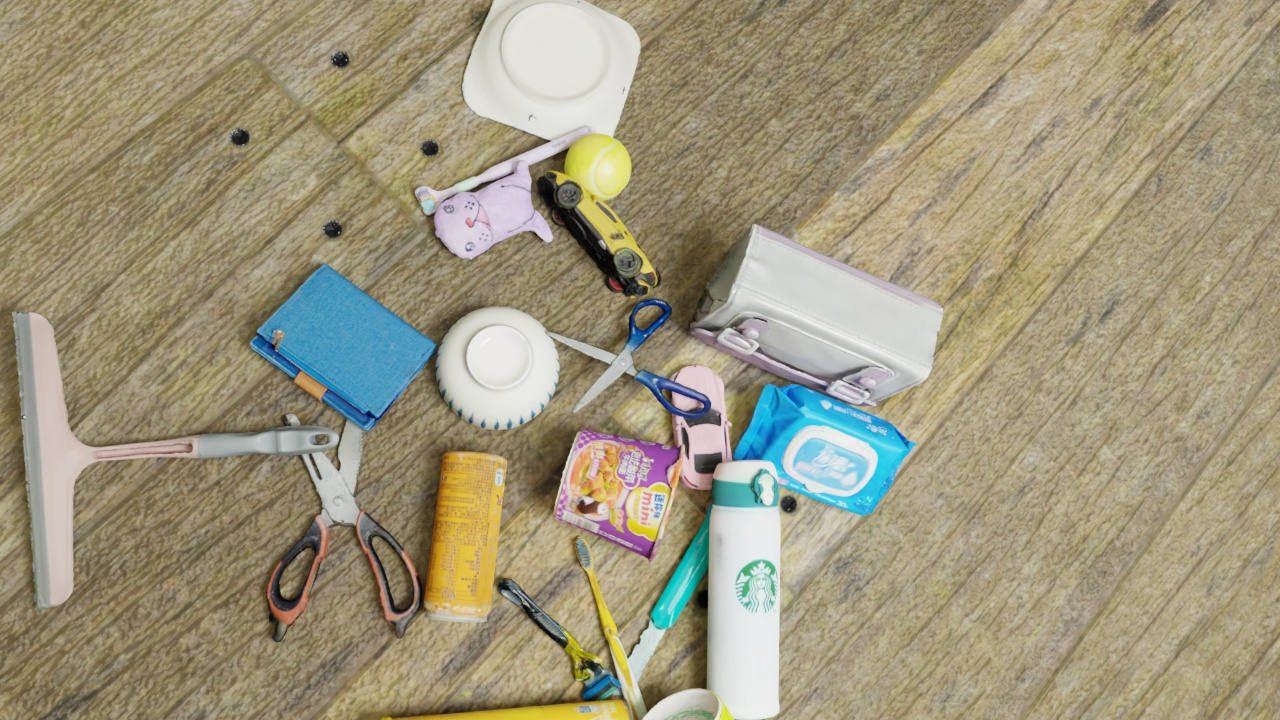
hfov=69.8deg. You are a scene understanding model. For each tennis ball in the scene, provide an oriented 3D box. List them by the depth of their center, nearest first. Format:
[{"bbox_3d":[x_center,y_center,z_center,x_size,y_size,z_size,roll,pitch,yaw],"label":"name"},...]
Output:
[{"bbox_3d":[-0.042,-0.190,0.902,0.065,0.065,0.065,2,78,-11],"label":"tennis ball"}]

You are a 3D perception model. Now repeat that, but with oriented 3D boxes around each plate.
[{"bbox_3d":[-0.087,-0.307,0.934,0.164,0.034,0.163,18,77,-7],"label":"plate"}]

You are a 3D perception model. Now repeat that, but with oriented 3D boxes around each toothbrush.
[{"bbox_3d":[-0.026,0.252,0.835,0.016,0.018,0.191,-19,78,-3],"label":"toothbrush"},{"bbox_3d":[-0.130,-0.192,0.903,0.189,0.021,0.029,-26,91,-10],"label":"toothbrush"}]

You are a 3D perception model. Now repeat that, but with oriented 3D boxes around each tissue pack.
[{"bbox_3d":[0.173,0.086,0.876,0.157,0.052,0.095,22,115,-6],"label":"tissue pack"}]

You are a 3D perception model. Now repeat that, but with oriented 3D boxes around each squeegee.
[{"bbox_3d":[-0.389,0.076,0.794,0.249,0.040,0.247,-3,90,-10],"label":"squeegee"}]

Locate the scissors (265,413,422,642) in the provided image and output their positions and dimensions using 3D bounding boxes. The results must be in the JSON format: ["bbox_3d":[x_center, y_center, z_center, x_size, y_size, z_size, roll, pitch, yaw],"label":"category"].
[{"bbox_3d":[-0.266,0.149,0.815,0.189,0.015,0.226,26,75,-1],"label":"scissors"}]

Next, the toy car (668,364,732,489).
[{"bbox_3d":[0.058,0.064,0.886,0.056,0.037,0.122,-3,78,-13],"label":"toy car"}]

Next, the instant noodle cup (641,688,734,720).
[{"bbox_3d":[0.054,0.350,0.771,0.111,0.112,0.123,-28,103,-15],"label":"instant noodle cup"}]

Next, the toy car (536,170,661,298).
[{"bbox_3d":[-0.041,-0.124,0.886,0.041,0.071,0.156,-41,88,-15],"label":"toy car"}]

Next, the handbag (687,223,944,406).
[{"bbox_3d":[0.158,-0.030,0.867,0.197,0.145,0.098,23,70,-7],"label":"handbag"}]

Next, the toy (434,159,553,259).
[{"bbox_3d":[-0.145,-0.137,0.886,0.108,0.039,0.084,-24,96,-16],"label":"toy"}]

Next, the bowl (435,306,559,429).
[{"bbox_3d":[-0.130,0.003,0.846,0.116,0.066,0.116,2,78,-10],"label":"bowl"}]

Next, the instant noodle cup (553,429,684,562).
[{"bbox_3d":[-0.021,0.114,0.829,0.099,0.112,0.111,17,76,2],"label":"instant noodle cup"}]

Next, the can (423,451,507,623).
[{"bbox_3d":[-0.155,0.155,0.814,0.058,0.058,0.146,7,78,-10],"label":"can"}]

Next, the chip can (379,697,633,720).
[{"bbox_3d":[-0.114,0.332,0.781,0.213,0.072,0.072,-1,79,-12],"label":"chip can"}]

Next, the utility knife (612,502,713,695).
[{"bbox_3d":[0.035,0.215,0.862,0.029,0.013,0.222,33,75,0],"label":"utility knife"}]

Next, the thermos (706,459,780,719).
[{"bbox_3d":[0.095,0.202,0.832,0.073,0.073,0.224,2,86,-11],"label":"thermos"}]

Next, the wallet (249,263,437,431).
[{"bbox_3d":[-0.269,-0.012,0.837,0.133,0.040,0.106,35,66,-1],"label":"wallet"}]

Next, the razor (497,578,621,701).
[{"bbox_3d":[-0.077,0.249,0.831,0.142,0.022,0.043,45,118,4],"label":"razor"}]

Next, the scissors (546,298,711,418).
[{"bbox_3d":[-0.005,0.004,0.864,0.162,0.012,0.172,39,51,4],"label":"scissors"}]
